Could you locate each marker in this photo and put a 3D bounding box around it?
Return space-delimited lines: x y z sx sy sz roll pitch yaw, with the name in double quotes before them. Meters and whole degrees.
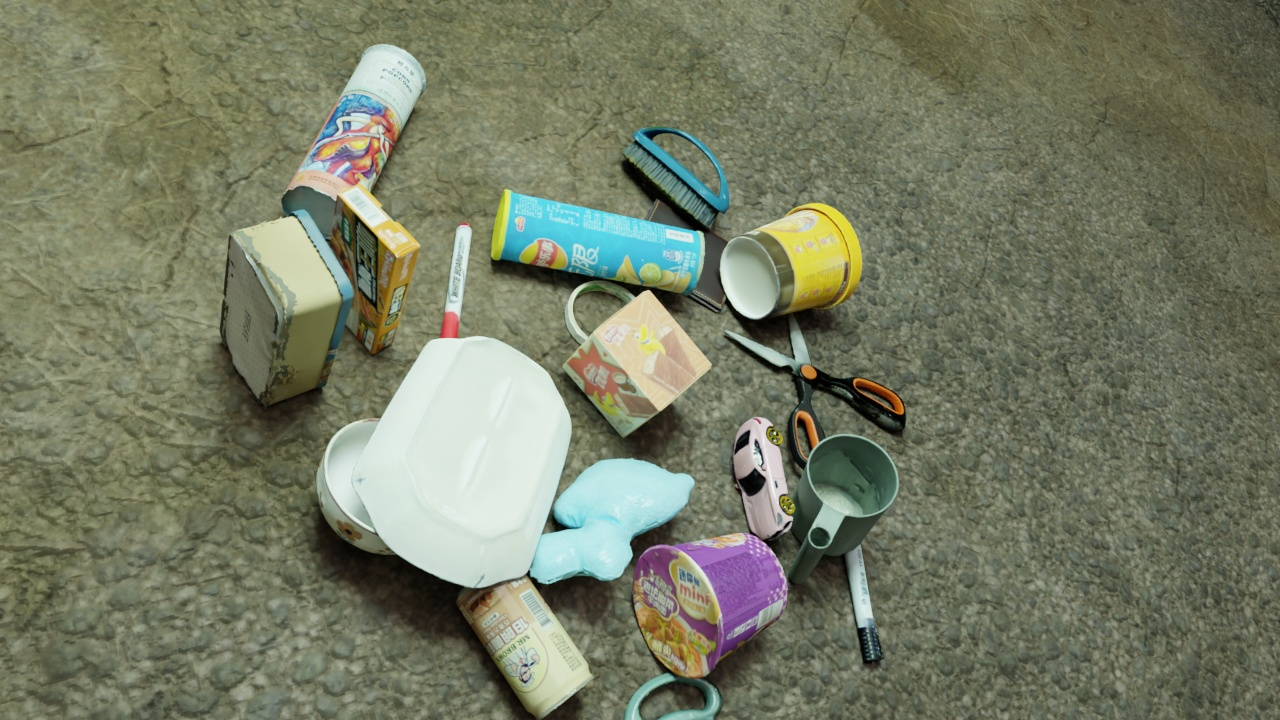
"marker" -0.180 -0.075 0.897 0.017 0.017 0.145 12 56 -17
"marker" 0.214 0.226 0.887 0.022 0.018 0.130 14 55 -26

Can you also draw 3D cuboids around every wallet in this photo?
"wallet" 0.052 -0.118 1.029 0.122 0.020 0.096 30 58 -6

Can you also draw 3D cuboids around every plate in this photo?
"plate" -0.132 0.067 0.768 0.162 0.034 0.265 34 34 -13

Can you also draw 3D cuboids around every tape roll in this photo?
"tape roll" -0.036 -0.044 0.945 0.085 0.014 0.085 11 56 -18

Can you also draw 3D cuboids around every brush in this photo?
"brush" 0.047 -0.218 1.046 0.144 0.073 0.055 43 12 16

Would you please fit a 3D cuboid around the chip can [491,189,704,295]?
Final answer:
"chip can" -0.043 -0.119 0.945 0.210 0.071 0.071 10 57 -15

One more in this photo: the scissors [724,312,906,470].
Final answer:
"scissors" 0.190 0.034 0.996 0.233 0.022 0.220 23 49 -9

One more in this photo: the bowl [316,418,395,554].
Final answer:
"bowl" -0.207 0.109 0.732 0.113 0.062 0.113 26 36 -21

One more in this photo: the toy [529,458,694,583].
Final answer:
"toy" -0.030 0.133 0.800 0.161 0.050 0.156 -5 34 0

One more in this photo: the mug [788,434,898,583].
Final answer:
"mug" 0.178 0.144 0.860 0.084 0.104 0.123 29 60 14

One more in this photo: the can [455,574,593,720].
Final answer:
"can" -0.092 0.219 0.726 0.058 0.059 0.116 -29 75 -35

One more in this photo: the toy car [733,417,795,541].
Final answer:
"toy car" 0.115 0.114 0.888 0.037 0.056 0.122 7 58 -25

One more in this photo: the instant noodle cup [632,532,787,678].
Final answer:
"instant noodle cup" 0.063 0.200 0.785 0.099 0.112 0.111 -12 65 -40

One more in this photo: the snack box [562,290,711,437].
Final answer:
"snack box" -0.005 0.005 0.867 0.076 0.093 0.094 -40 89 -30

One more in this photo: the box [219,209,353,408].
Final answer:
"box" -0.282 -0.039 0.724 0.062 0.185 0.090 -25 78 -38

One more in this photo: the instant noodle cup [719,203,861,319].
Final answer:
"instant noodle cup" 0.160 -0.102 1.005 0.114 0.119 0.118 -20 70 -32

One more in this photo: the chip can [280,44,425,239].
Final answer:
"chip can" -0.280 -0.218 0.908 0.071 0.071 0.214 21 55 -11

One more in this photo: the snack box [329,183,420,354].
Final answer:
"snack box" -0.234 -0.074 0.785 0.075 0.154 0.026 46 53 8

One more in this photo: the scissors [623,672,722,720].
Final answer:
"scissors" 0.016 0.337 0.727 0.176 0.019 0.172 -21 71 -35
